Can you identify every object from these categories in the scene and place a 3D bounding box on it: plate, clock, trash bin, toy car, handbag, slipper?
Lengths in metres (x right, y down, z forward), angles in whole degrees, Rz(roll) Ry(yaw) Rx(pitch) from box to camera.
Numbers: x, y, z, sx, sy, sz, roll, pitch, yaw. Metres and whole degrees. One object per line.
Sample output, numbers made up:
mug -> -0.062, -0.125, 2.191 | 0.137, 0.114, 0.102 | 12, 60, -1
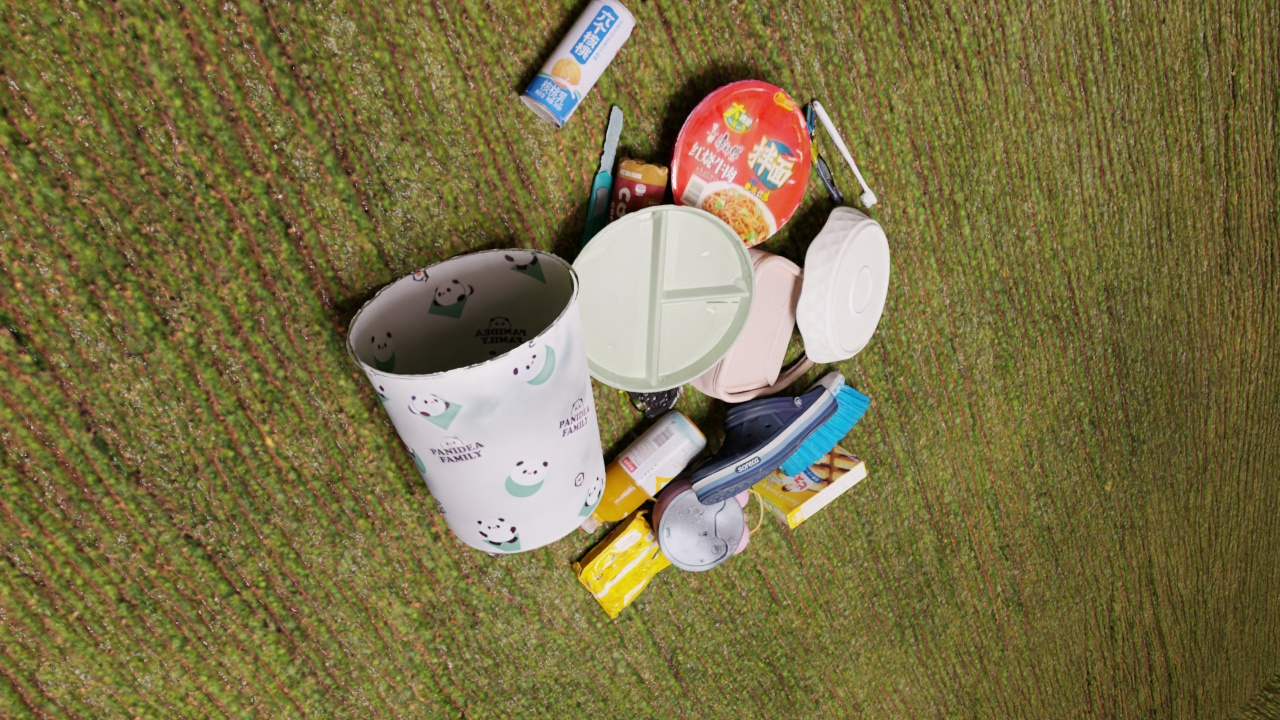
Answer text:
plate -> 0.019, -0.069, 1.035 | 0.230, 0.027, 0.230 | -7, 120, -13
clock -> 0.089, 0.206, 1.197 | 0.158, 0.060, 0.117 | -7, 103, -13
trash bin -> -0.150, 0.047, 0.955 | 0.229, 0.229, 0.252 | -26, 127, -19
toy car -> -0.007, 0.007, 1.119 | 0.071, 0.041, 0.156 | -42, 123, -9
handbag -> 0.171, -0.042, 1.189 | 0.233, 0.093, 0.193 | 6, 107, -40
plate -> 0.268, -0.094, 1.186 | 0.204, 0.046, 0.205 | -23, 120, -48
slipper -> 0.156, 0.088, 1.162 | 0.252, 0.095, 0.105 | -31, 169, -36

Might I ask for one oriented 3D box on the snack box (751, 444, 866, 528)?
snack box -> 0.240, 0.172, 1.306 | 0.140, 0.087, 0.034 | -33, 124, -14

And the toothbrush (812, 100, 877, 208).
toothbrush -> 0.261, -0.262, 1.177 | 0.016, 0.016, 0.180 | -43, 126, -1

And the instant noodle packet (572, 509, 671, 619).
instant noodle packet -> -0.019, 0.267, 1.223 | 0.128, 0.044, 0.111 | -40, 123, -12

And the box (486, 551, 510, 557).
box -> -0.131, 0.159, 1.092 | 0.162, 0.076, 0.087 | -32, 151, -11

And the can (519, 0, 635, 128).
can -> -0.064, -0.309, 0.944 | 0.053, 0.053, 0.134 | 36, 90, -36

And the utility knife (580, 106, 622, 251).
utility knife -> -0.047, -0.174, 1.036 | 0.029, 0.013, 0.222 | -2, 111, -38

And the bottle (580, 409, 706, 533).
bottle -> -0.004, 0.142, 1.152 | 0.189, 0.068, 0.068 | -41, 125, -2

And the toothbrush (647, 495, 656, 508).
toothbrush -> 0.041, 0.232, 1.263 | 0.017, 0.012, 0.186 | -34, 124, -1

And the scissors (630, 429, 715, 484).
scissors -> 0.046, 0.153, 1.209 | 0.159, 0.014, 0.181 | -27, 110, -10

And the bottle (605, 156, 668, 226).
bottle -> -0.014, -0.139, 1.043 | 0.057, 0.057, 0.175 | 2, 109, -31

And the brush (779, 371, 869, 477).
brush -> 0.180, 0.130, 1.279 | 0.314, 0.060, 0.109 | -45, 120, -3

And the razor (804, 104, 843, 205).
razor -> 0.227, -0.252, 1.159 | 0.143, 0.022, 0.042 | 57, 34, -37

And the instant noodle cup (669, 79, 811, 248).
instant noodle cup -> 0.104, -0.229, 1.069 | 0.193, 0.066, 0.194 | -12, 115, -27
